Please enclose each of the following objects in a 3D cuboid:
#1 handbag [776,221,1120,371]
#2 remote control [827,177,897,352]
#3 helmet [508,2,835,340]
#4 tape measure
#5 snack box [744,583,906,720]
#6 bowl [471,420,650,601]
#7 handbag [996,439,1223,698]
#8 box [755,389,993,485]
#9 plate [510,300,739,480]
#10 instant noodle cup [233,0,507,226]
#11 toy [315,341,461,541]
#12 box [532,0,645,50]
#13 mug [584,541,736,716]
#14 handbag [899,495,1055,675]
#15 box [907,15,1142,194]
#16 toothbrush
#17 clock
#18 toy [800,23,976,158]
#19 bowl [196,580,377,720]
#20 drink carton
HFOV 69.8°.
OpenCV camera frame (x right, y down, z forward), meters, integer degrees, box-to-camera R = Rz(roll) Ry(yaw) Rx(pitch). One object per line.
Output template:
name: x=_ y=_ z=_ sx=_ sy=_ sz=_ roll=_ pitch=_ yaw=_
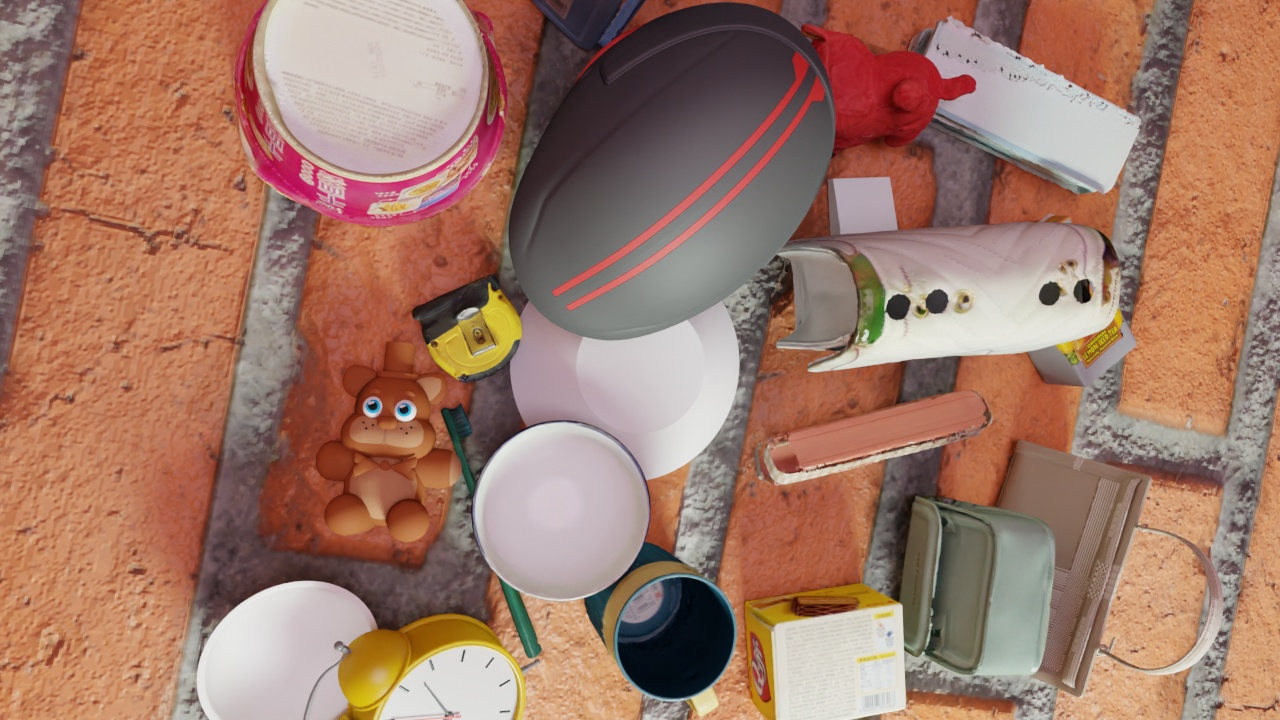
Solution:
handbag: x=0.204 y=-0.045 z=0.634 sx=0.198 sy=0.142 sz=0.096 roll=-5 pitch=98 yaw=-14
remote control: x=0.176 y=-0.070 z=0.710 sx=0.049 sy=0.024 sz=0.143 roll=-5 pitch=94 yaw=-15
helmet: x=0.029 y=-0.125 z=0.583 sx=0.264 sy=0.170 sz=0.164 roll=-46 pitch=113 yaw=-4
tape measure: x=-0.114 y=-0.019 z=0.626 sx=0.065 sy=0.037 sz=0.064 roll=-26 pitch=98 yaw=-12
snack box: x=0.138 y=0.222 z=0.693 sx=0.105 sy=0.061 sz=0.083 roll=-5 pitch=94 yaw=-15
bowl: x=-0.056 y=0.102 z=0.630 sx=0.118 sy=0.062 sz=0.118 roll=1 pitch=82 yaw=-9
handbag: x=0.334 y=0.161 z=0.673 sx=0.062 sy=0.198 sz=0.175 roll=20 pitch=87 yaw=-15
box: x=0.176 y=0.058 z=0.717 sx=0.188 sy=0.062 sz=0.058 roll=-10 pitch=69 yaw=-12
plate: x=-0.004 y=0.004 z=0.658 sx=0.173 sy=0.036 sz=0.174 roll=-1 pitch=92 yaw=-15
instant noodle cup: x=-0.169 y=-0.178 z=0.584 sx=0.178 sy=0.078 sz=0.178 roll=-1 pitch=92 yaw=-16
toy: x=-0.164 y=0.051 z=0.604 sx=0.095 sy=0.065 sz=0.127 roll=6 pitch=86 yaw=-7
box: x=-0.014 y=-0.256 z=0.555 sx=0.074 sy=0.209 sz=0.077 roll=38 pitch=82 yaw=-13
mug: x=0.015 y=0.189 z=0.635 sx=0.083 sy=0.107 sz=0.113 roll=-29 pitch=99 yaw=-14
handbag: x=0.246 y=0.171 z=0.698 sx=0.067 sy=0.106 sz=0.122 roll=7 pitch=90 yaw=-27
box: x=0.298 y=-0.196 z=0.732 sx=0.199 sy=0.066 sz=0.083 roll=21 pitch=111 yaw=-15
toothbrush: x=-0.103 y=0.121 z=0.647 sx=0.017 sy=0.016 sz=0.190 roll=-20 pitch=98 yaw=-18
clock: x=-0.144 y=0.228 z=0.603 sx=0.151 sy=0.052 sz=0.113 roll=11 pitch=95 yaw=-36
toy: x=0.178 y=-0.208 z=0.666 sx=0.133 sy=0.088 sz=0.094 roll=-8 pitch=81 yaw=4
bowl: x=-0.230 y=0.188 z=0.597 sx=0.109 sy=0.041 sz=0.110 roll=-7 pitch=104 yaw=-30
drink carton: x=0.336 y=-0.047 z=0.742 sx=0.076 sy=0.048 sz=0.125 roll=-36 pitch=101 yaw=-11
